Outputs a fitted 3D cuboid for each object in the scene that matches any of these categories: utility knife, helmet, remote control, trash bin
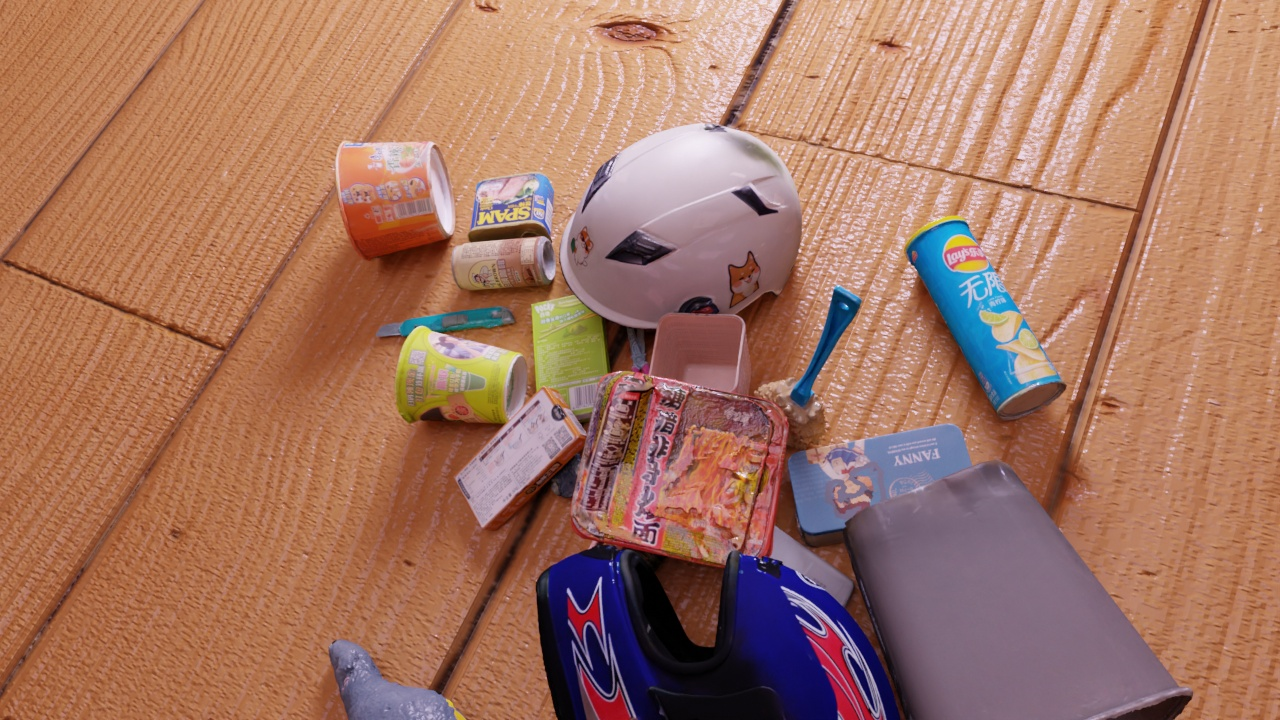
[{"bbox_3d":[-0.240,-0.046,1.123,0.182,0.013,0.029,-7,61,11],"label":"utility knife"},{"bbox_3d":[0.074,0.274,0.734,0.240,0.247,0.315,-23,73,2],"label":"helmet"},{"bbox_3d":[0.134,0.199,0.896,0.150,0.021,0.058,34,77,27],"label":"remote control"},{"bbox_3d":[0.283,0.224,0.755,0.199,0.199,0.219,-23,54,3],"label":"trash bin"},{"bbox_3d":[0.053,-0.161,0.983,0.273,0.157,0.230,-15,60,-20],"label":"helmet"}]

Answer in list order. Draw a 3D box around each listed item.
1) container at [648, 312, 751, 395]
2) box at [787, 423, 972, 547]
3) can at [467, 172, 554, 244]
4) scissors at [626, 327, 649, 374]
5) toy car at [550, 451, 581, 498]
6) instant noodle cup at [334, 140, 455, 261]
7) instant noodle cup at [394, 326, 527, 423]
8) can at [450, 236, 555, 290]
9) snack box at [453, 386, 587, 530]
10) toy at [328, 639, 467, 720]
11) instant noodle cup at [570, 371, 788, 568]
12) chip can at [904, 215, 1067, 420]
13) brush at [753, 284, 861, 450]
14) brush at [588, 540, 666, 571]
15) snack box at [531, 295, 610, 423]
[{"bbox_3d":[0.068,0.017,0.953,0.090,0.111,0.089,3,65,16],"label":"container"},{"bbox_3d":[0.237,0.121,0.886,0.184,0.061,0.089,-15,62,9],"label":"box"},{"bbox_3d":[-0.160,-0.183,1.146,0.102,0.057,0.083,-5,61,12],"label":"can"},{"bbox_3d":[-0.009,0.006,1.037,0.074,0.017,0.137,-26,56,12],"label":"scissors"},{"bbox_3d":[-0.083,0.107,0.990,0.043,0.034,0.090,-37,60,13],"label":"toy car"},{"bbox_3d":[-0.302,-0.206,1.150,0.111,0.151,0.151,-8,62,2],"label":"instant noodle cup"},{"bbox_3d":[-0.195,0.024,1.029,0.123,0.112,0.111,7,66,10],"label":"instant noodle cup"},{"bbox_3d":[-0.165,-0.117,1.113,0.116,0.058,0.058,-3,63,14],"label":"can"},{"bbox_3d":[-0.130,0.105,0.982,0.154,0.026,0.075,-44,60,14],"label":"snack box"},{"bbox_3d":[-0.210,0.394,0.861,0.138,0.091,0.356,-49,57,20],"label":"toy"},{"bbox_3d":[0.038,0.105,0.864,0.189,0.079,0.164,12,73,3],"label":"instant noodle cup"},{"bbox_3d":[0.346,-0.046,0.933,0.071,0.071,0.210,-21,61,4],"label":"chip can"},{"bbox_3d":[0.160,0.011,0.861,0.083,0.255,0.045,36,60,15],"label":"brush"},{"bbox_3d":[-0.012,0.187,0.919,0.073,0.063,0.145,37,80,23],"label":"brush"},{"bbox_3d":[-0.078,-0.002,1.050,0.086,0.026,0.156,-12,62,7],"label":"snack box"}]
